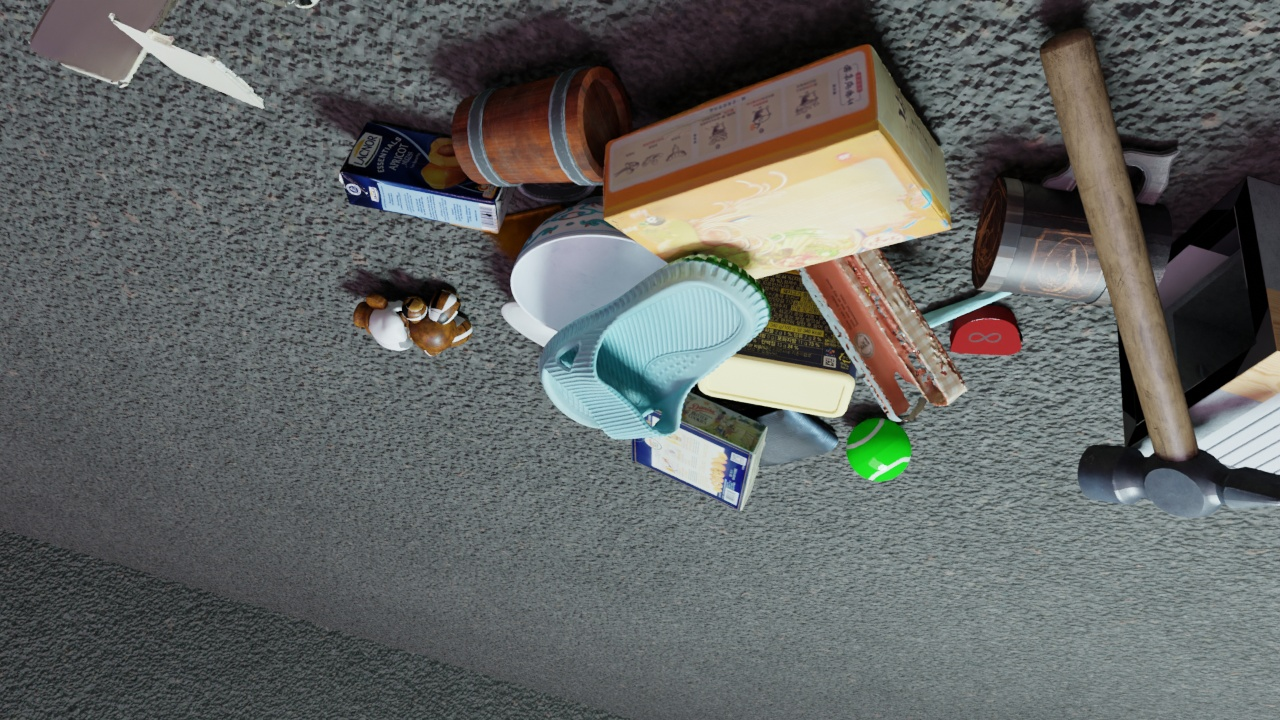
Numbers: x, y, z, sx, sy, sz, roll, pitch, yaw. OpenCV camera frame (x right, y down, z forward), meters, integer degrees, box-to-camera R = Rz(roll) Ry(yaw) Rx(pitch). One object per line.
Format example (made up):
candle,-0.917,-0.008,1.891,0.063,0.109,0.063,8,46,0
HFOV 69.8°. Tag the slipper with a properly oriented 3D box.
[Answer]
slipper,-0.004,0.004,0.734,0.116,0.069,0.277,38,142,-15

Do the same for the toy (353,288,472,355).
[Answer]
toy,-0.241,-0.041,0.956,0.113,0.067,0.087,15,150,17

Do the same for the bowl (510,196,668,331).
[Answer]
bowl,-0.030,-0.086,0.753,0.144,0.074,0.144,3,149,1

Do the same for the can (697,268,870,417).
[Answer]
can,0.121,-0.020,0.788,0.135,0.104,0.075,10,148,8

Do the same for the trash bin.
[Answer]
trash bin,0.492,0.006,0.636,0.247,0.142,0.143,16,148,-2

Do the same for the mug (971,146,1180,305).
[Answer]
mug,0.300,-0.096,0.633,0.107,0.079,0.116,10,122,7

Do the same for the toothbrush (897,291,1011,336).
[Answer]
toothbrush,0.284,-0.053,0.753,0.016,0.016,0.181,29,145,-27

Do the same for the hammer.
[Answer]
hammer,0.306,-0.046,0.571,0.129,0.040,0.322,0,116,59

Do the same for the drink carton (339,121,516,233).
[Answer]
drink carton,-0.171,-0.150,0.747,0.130,0.064,0.040,12,146,4

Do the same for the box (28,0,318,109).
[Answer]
box,-0.258,-0.230,0.546,0.143,0.180,0.081,21,150,4

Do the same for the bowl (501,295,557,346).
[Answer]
bowl,-0.056,-0.038,0.880,0.149,0.043,0.150,19,164,5

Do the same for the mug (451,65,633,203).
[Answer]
mug,-0.065,-0.157,0.682,0.111,0.081,0.117,1,154,28

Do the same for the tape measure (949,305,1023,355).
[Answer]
tape measure,0.299,-0.027,0.785,0.059,0.019,0.051,3,145,7

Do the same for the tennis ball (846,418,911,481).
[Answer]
tennis ball,0.246,0.092,0.949,0.065,0.065,0.065,11,148,7

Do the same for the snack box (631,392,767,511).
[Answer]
snack box,0.061,0.094,1.020,0.145,0.042,0.145,25,150,15

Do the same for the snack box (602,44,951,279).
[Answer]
snack box,0.094,-0.127,0.633,0.196,0.080,0.145,-12,157,32

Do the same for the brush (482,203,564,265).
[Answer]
brush,-0.076,-0.114,0.806,0.127,0.017,0.048,-6,143,30

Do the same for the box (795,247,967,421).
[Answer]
box,0.180,-0.037,0.716,0.067,0.056,0.187,-34,96,7

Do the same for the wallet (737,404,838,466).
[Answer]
wallet,0.147,0.082,1.013,0.089,0.026,0.115,35,143,-27
